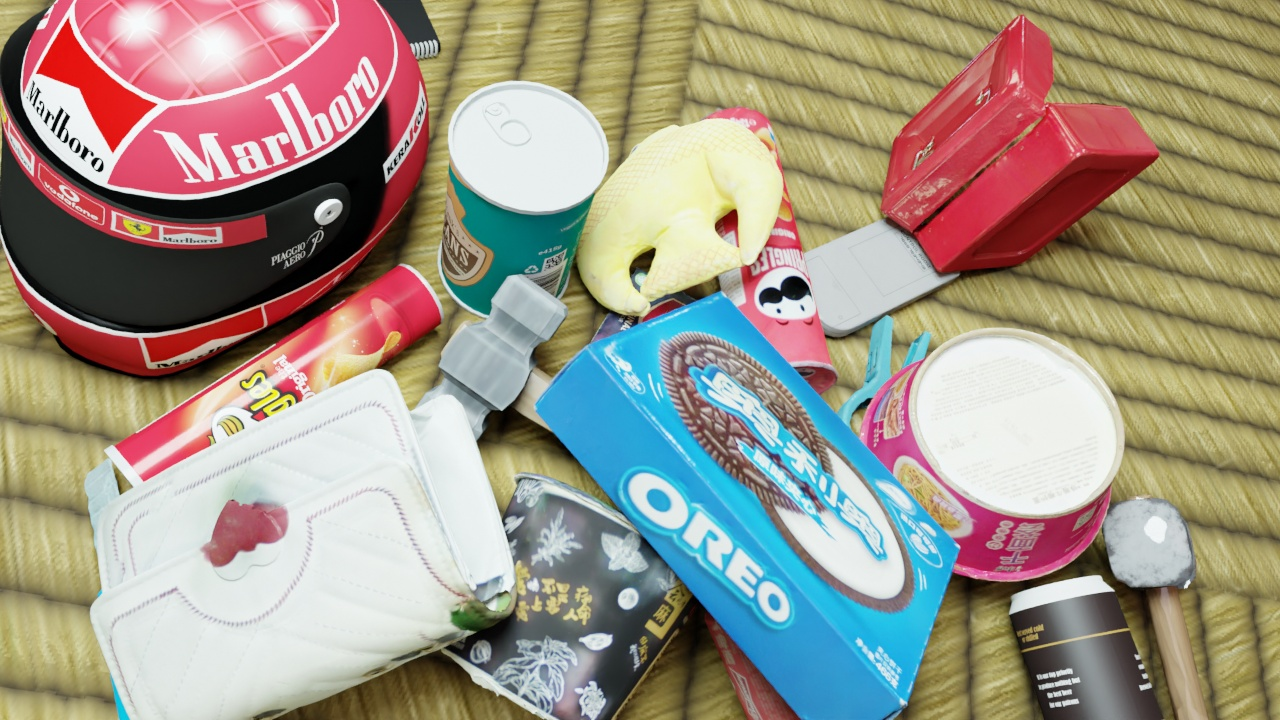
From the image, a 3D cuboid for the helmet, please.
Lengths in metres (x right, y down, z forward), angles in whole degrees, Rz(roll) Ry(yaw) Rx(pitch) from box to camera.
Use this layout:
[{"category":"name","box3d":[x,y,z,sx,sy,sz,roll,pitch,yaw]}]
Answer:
[{"category":"helmet","box3d":[-0.256,-0.134,0.555,0.197,0.225,0.270,44,61,8]}]

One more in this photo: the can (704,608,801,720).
[{"category":"can","box3d":[0.096,0.208,0.557,0.067,0.067,0.170,-21,82,-23]}]

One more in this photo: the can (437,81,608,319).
[{"category":"can","box3d":[-0.085,-0.103,0.630,0.099,0.144,0.099,6,63,-12]}]

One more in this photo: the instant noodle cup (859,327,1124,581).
[{"category":"instant noodle cup","box3d":[0.247,0.054,0.631,0.178,0.078,0.178,-1,62,1]}]

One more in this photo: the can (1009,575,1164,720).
[{"category":"can","box3d":[0.303,0.217,0.620,0.071,0.072,0.128,-4,66,-17]}]

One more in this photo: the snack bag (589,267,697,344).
[{"category":"snack bag","box3d":[-0.004,0.004,0.673,0.074,0.018,0.154,29,59,1]}]

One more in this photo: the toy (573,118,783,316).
[{"category":"toy","box3d":[0.021,-0.113,0.679,0.171,0.064,0.154,-25,56,20]}]

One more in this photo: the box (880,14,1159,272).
[{"category":"box","box3d":[0.302,-0.149,0.739,0.156,0.158,0.146,36,50,-8]}]

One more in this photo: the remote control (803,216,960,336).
[{"category":"remote control","box3d":[0.190,-0.072,0.760,0.150,0.019,0.074,-25,73,-25]}]

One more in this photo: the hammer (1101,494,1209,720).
[{"category":"hammer","box3d":[0.378,0.255,0.624,0.098,0.052,0.328,23,57,-55]}]

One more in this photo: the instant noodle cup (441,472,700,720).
[{"category":"instant noodle cup","box3d":[-0.042,0.148,0.534,0.137,0.137,0.112,31,71,1]}]

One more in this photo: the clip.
[{"category":"clip","box3d":[0.207,0.036,0.709,0.121,0.031,0.130,39,62,10]}]

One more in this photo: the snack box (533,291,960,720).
[{"category":"snack box","box3d":[0.075,0.074,0.543,0.239,0.056,0.195,48,28,9]}]

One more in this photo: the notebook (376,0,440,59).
[{"category":"notebook","box3d":[-0.285,-0.288,0.741,0.206,0.016,0.149,-18,70,-22]}]

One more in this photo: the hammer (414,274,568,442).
[{"category":"hammer","box3d":[0.009,0.079,0.608,0.323,0.051,0.117,36,95,-4]}]

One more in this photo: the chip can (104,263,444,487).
[{"category":"chip can","box3d":[-0.226,0.014,0.589,0.214,0.052,0.052,-39,80,-27]}]

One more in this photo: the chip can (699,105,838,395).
[{"category":"chip can","box3d":[0.091,-0.084,0.710,0.073,0.073,0.232,-1,64,-16]}]

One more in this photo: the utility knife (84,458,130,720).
[{"category":"utility knife","box3d":[-0.287,0.160,0.523,0.031,0.015,0.224,-14,73,-23]}]

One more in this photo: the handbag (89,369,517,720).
[{"category":"handbag","box3d":[-0.179,0.107,0.485,0.199,0.096,0.142,-26,69,9]}]
